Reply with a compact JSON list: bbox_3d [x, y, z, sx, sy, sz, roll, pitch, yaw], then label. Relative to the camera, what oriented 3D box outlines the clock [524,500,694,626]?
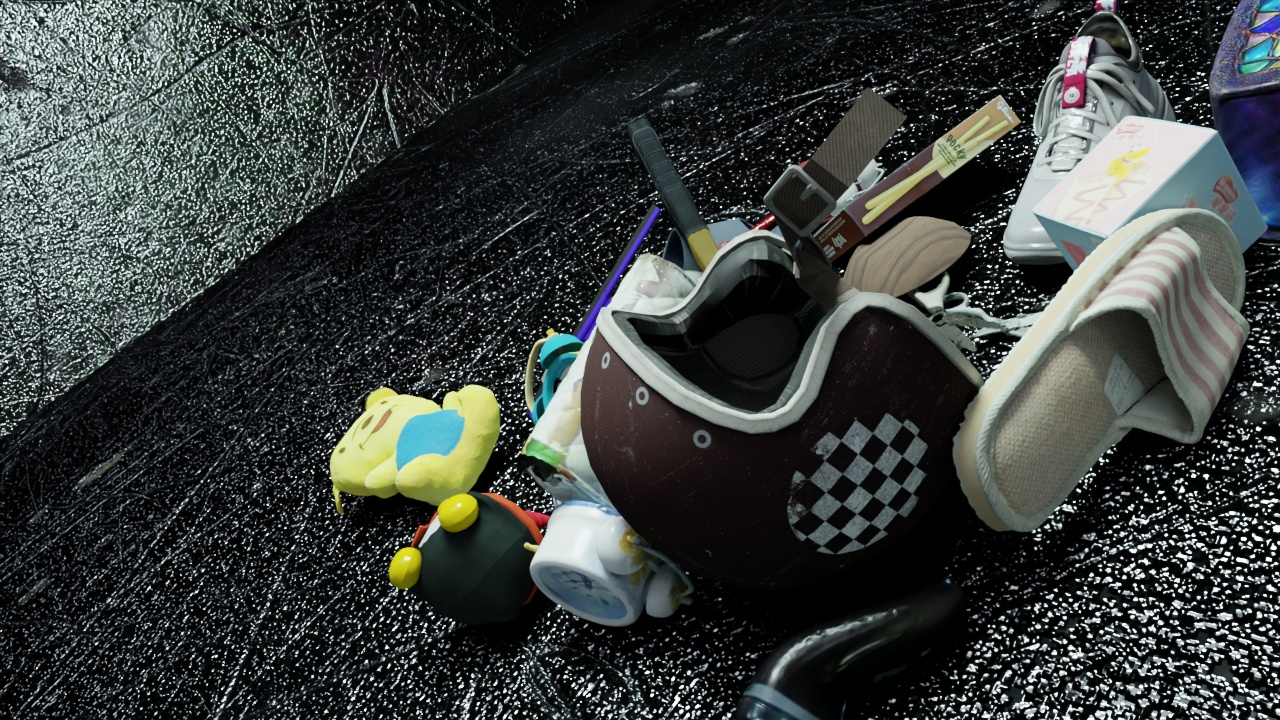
[{"bbox_3d":[-0.019,0.139,0.621,0.126,0.089,0.051,-8,40,40],"label":"clock"}]

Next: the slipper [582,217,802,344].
[{"bbox_3d":[0.044,-0.086,0.940,0.263,0.082,0.101,-31,30,2],"label":"slipper"}]

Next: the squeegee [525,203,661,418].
[{"bbox_3d":[-0.005,0.005,0.847,0.250,0.055,0.184,-57,39,18],"label":"squeegee"}]

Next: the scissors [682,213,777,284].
[{"bbox_3d":[0.106,-0.080,0.859,0.199,0.015,0.179,-44,59,-3],"label":"scissors"}]

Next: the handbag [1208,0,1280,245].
[{"bbox_3d":[0.507,-0.181,0.588,0.222,0.125,0.204,0,41,43],"label":"handbag"}]

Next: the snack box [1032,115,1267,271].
[{"bbox_3d":[0.344,-0.097,0.624,0.095,0.093,0.079,-46,27,5],"label":"snack box"}]

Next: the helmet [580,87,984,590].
[{"bbox_3d":[0.084,0.012,0.553,0.254,0.234,0.233,-51,21,7],"label":"helmet"}]

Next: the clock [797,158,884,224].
[{"bbox_3d":[0.201,-0.184,0.984,0.125,0.044,0.087,2,42,46],"label":"clock"}]

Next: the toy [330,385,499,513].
[{"bbox_3d":[-0.230,0.091,0.918,0.214,0.084,0.148,-6,35,43],"label":"toy"}]

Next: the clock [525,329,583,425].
[{"bbox_3d":[-0.061,0.030,0.840,0.130,0.099,0.043,24,21,39],"label":"clock"}]

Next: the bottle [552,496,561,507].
[{"bbox_3d":[-0.050,0.101,0.759,0.047,0.047,0.112,-25,28,11],"label":"bottle"}]

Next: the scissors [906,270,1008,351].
[{"bbox_3d":[0.221,-0.031,0.725,0.154,0.012,0.163,-24,24,32],"label":"scissors"}]

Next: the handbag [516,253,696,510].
[{"bbox_3d":[0.002,0.032,0.696,0.073,0.139,0.194,2,55,44],"label":"handbag"}]

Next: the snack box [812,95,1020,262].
[{"bbox_3d":[0.256,-0.168,0.865,0.186,0.031,0.101,-36,-2,-10],"label":"snack box"}]

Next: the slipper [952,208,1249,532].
[{"bbox_3d":[0.281,0.002,0.526,0.262,0.115,0.052,-37,17,-22],"label":"slipper"}]

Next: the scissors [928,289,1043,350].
[{"bbox_3d":[0.270,-0.032,0.696,0.142,0.014,0.164,-27,27,14],"label":"scissors"}]

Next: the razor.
[{"bbox_3d":[0.116,0.165,0.490,0.140,0.053,0.063,-28,61,-5],"label":"razor"}]

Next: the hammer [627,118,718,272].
[{"bbox_3d":[0.047,-0.123,0.842,0.025,0.118,0.332,-23,48,1],"label":"hammer"}]

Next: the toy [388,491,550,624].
[{"bbox_3d":[-0.119,0.147,0.706,0.098,0.099,0.119,-46,2,11],"label":"toy"}]

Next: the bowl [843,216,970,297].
[{"bbox_3d":[0.224,-0.094,0.800,0.119,0.032,0.119,-31,16,10],"label":"bowl"}]

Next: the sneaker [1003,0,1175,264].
[{"bbox_3d":[0.357,-0.183,0.738,0.097,0.129,0.262,1,43,47],"label":"sneaker"}]
